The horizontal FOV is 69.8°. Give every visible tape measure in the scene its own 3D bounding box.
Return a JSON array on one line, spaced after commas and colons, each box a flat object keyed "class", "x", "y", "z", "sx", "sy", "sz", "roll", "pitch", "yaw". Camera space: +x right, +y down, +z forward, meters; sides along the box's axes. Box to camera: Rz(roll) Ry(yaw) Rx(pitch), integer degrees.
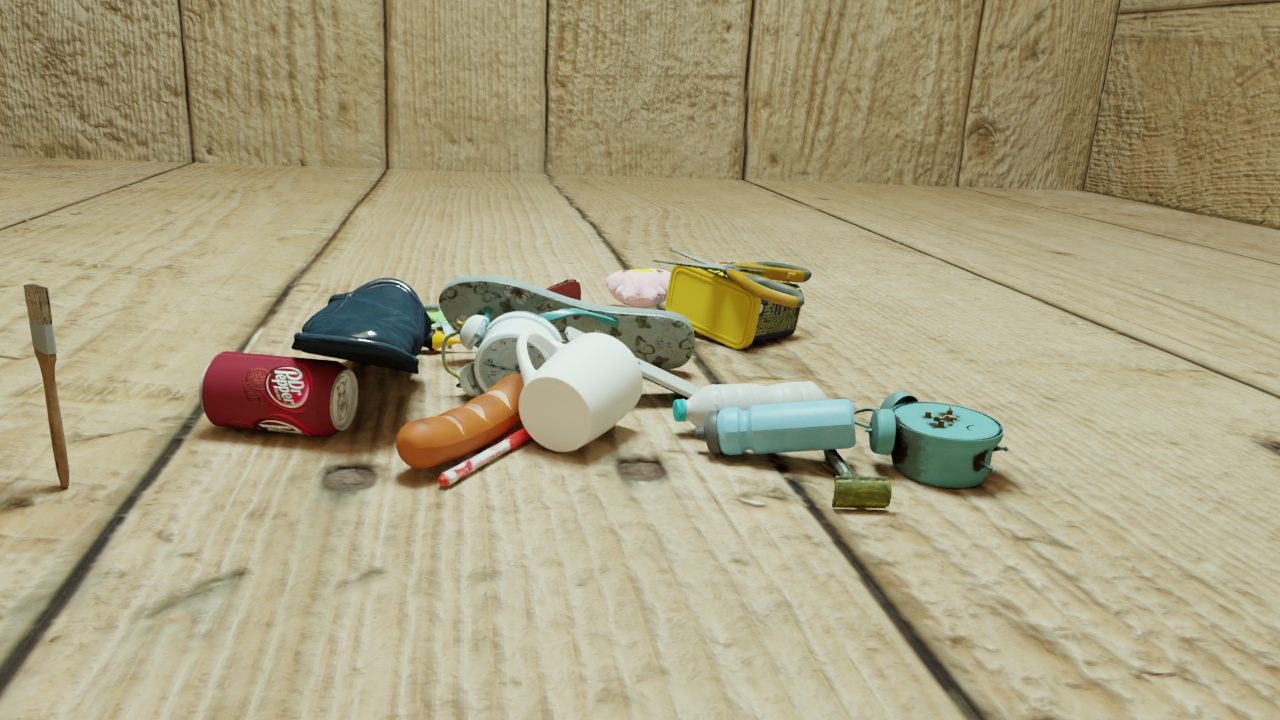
[{"class": "tape measure", "x": -0.099, "y": -0.071, "z": 1.124, "sx": 0.051, "sy": 0.059, "sz": 0.019, "roll": 1, "pitch": 17, "yaw": -6}]

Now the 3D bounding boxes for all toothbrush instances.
[{"class": "toothbrush", "x": -0.229, "y": -0.023, "z": 0.999, "sx": 0.196, "sy": 0.031, "sz": 0.031, "roll": 3, "pitch": 13, "yaw": -10}]

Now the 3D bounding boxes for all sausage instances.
[{"class": "sausage", "x": -0.138, "y": 0.050, "z": 0.749, "sx": 0.039, "sy": 0.044, "sz": 0.163, "roll": 0, "pitch": 14, "yaw": 26}]

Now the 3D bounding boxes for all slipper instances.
[{"class": "slipper", "x": -0.078, "y": -0.021, "z": 0.949, "sx": 0.269, "sy": 0.098, "sz": 0.054, "roll": 10, "pitch": 41, "yaw": -4}, {"class": "slipper", "x": -0.247, "y": -0.037, "z": 0.843, "sx": 0.109, "sy": 0.083, "sz": 0.266, "roll": 13, "pitch": 1, "yaw": -11}]

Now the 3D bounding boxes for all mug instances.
[{"class": "mug", "x": -0.065, "y": 0.018, "z": 0.777, "sx": 0.114, "sy": 0.081, "sz": 0.087, "roll": 40, "pitch": 32, "yaw": 5}]

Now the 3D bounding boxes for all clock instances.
[{"class": "clock", "x": 0.234, "y": 0.063, "z": 0.758, "sx": 0.124, "sy": 0.053, "sz": 0.089, "roll": 13, "pitch": 19, "yaw": 29}, {"class": "clock", "x": -0.128, "y": -0.002, "z": 0.861, "sx": 0.117, "sy": 0.083, "sz": 0.057, "roll": 5, "pitch": 24, "yaw": 2}]

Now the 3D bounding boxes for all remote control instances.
[{"class": "remote control", "x": -0.005, "y": 0.005, "z": 0.877, "sx": 0.146, "sy": 0.008, "sz": 0.045, "roll": 25, "pitch": 11, "yaw": -17}]

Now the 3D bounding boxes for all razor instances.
[{"class": "razor", "x": 0.161, "y": 0.087, "z": 0.723, "sx": 0.042, "sy": 0.026, "sz": 0.106, "roll": 0, "pitch": 13, "yaw": -3}]

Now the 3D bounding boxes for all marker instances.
[{"class": "marker", "x": -0.116, "y": 0.072, "z": 0.738, "sx": 0.013, "sy": 0.013, "sz": 0.141, "roll": 11, "pitch": 19, "yaw": 24}]

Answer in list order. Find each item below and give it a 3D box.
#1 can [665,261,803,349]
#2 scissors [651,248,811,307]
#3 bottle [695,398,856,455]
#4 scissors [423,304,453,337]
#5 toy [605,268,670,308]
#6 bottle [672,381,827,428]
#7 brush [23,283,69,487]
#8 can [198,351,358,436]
[{"class": "can", "x": 0.116, "y": -0.073, "z": 1.126, "sx": 0.104, "sy": 0.075, "sz": 0.135, "roll": -11, "pitch": 28, "yaw": -44}, {"class": "scissors", "x": 0.125, "y": -0.099, "z": 1.062, "sx": 0.225, "sy": 0.016, "sz": 0.230, "roll": 2, "pitch": 20, "yaw": -25}, {"class": "bottle", "x": 0.109, "y": 0.056, "z": 0.754, "sx": 0.130, "sy": 0.040, "sz": 0.040, "roll": -5, "pitch": 15, "yaw": 13}, {"class": "scissors", "x": -0.227, "y": -0.046, "z": 1.097, "sx": 0.165, "sy": 0.024, "sz": 0.171, "roll": 3, "pitch": 18, "yaw": -20}, {"class": "toy", "x": 0.000, "y": -0.093, "z": 1.195, "sx": 0.102, "sy": 0.050, "sz": 0.093, "roll": 0, "pitch": 16, "yaw": 8}, {"class": "bottle", "x": 0.096, "y": 0.042, "z": 0.815, "sx": 0.136, "sy": 0.044, "sz": 0.044, "roll": -1, "pitch": 18, "yaw": -14}, {"class": "brush", "x": -0.409, "y": 0.019, "z": 0.637, "sx": 0.008, "sy": 0.143, "sz": 0.045, "roll": -12, "pitch": 14, "yaw": -42}, {"class": "can", "x": -0.300, "y": 0.028, "z": 0.764, "sx": 0.114, "sy": 0.063, "sz": 0.063, "roll": 5, "pitch": 17, "yaw": 6}]
